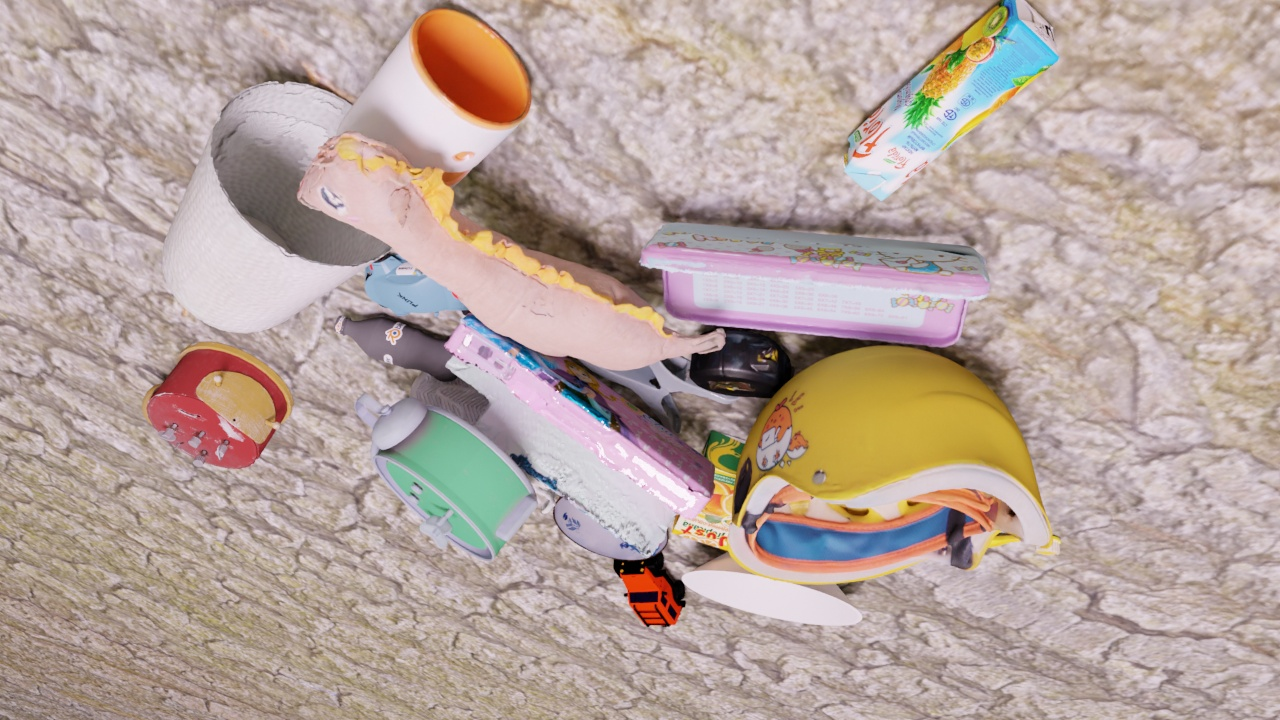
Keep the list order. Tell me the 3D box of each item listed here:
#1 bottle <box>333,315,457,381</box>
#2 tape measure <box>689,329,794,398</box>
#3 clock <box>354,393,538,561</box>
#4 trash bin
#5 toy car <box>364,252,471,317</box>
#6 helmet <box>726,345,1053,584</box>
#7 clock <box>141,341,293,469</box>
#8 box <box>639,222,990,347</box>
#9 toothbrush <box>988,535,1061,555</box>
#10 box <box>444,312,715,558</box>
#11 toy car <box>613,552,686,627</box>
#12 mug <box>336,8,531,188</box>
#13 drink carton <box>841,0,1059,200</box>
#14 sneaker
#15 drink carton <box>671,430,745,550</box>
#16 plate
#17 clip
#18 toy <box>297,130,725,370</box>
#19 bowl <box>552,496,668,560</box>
[{"bbox_3d":[-0.206,-0.014,0.781,0.110,0.036,0.036,19,138,-2],"label":"bottle"},{"bbox_3d":[0.074,0.004,0.690,0.072,0.042,0.071,4,169,22],"label":"tape measure"},{"bbox_3d":[-0.163,0.087,0.720,0.161,0.075,0.122,40,155,0],"label":"clock"},{"bbox_3d":[-0.261,-0.096,0.651,0.133,0.133,0.162,39,138,-23],"label":"trash bin"},{"bbox_3d":[-0.172,-0.057,0.731,0.108,0.027,0.060,2,136,16],"label":"toy car"},{"bbox_3d":[0.166,0.074,0.677,0.209,0.139,0.241,14,152,-20],"label":"helmet"},{"bbox_3d":[-0.423,0.057,0.894,0.159,0.081,0.117,-19,127,33],"label":"clock"},{"bbox_3d":[0.114,-0.057,0.612,0.214,0.062,0.140,6,172,12],"label":"box"},{"bbox_3d":[0.299,0.158,0.813,0.135,0.016,0.021,2,140,16],"label":"toothbrush"},{"bbox_3d":[-0.057,0.060,0.720,0.230,0.084,0.091,36,103,0],"label":"box"},{"bbox_3d":[0.010,0.243,0.974,0.051,0.048,0.100,-9,132,26],"label":"toy car"},{"bbox_3d":[-0.131,-0.153,0.575,0.082,0.082,0.106,38,135,-22],"label":"mug"},{"bbox_3d":[0.169,-0.143,0.515,0.038,0.044,0.129,34,135,-17],"label":"drink carton"},{"bbox_3d":[-0.086,0.078,0.810,0.242,0.089,0.091,17,143,9],"label":"sneaker"},{"bbox_3d":[0.072,0.122,0.830,0.058,0.041,0.123,18,139,-1],"label":"drink carton"},{"bbox_3d":[0.129,0.215,0.893,0.174,0.036,0.174,13,156,6],"label":"plate"},{"bbox_3d":[-0.005,0.005,0.743,0.162,0.027,0.091,32,136,-14],"label":"clip"},{"bbox_3d":[-0.078,-0.064,0.585,0.196,0.065,0.264,-2,154,28],"label":"toy"},{"bbox_3d":[-0.023,0.140,0.878,0.114,0.045,0.114,10,138,9],"label":"bowl"}]
